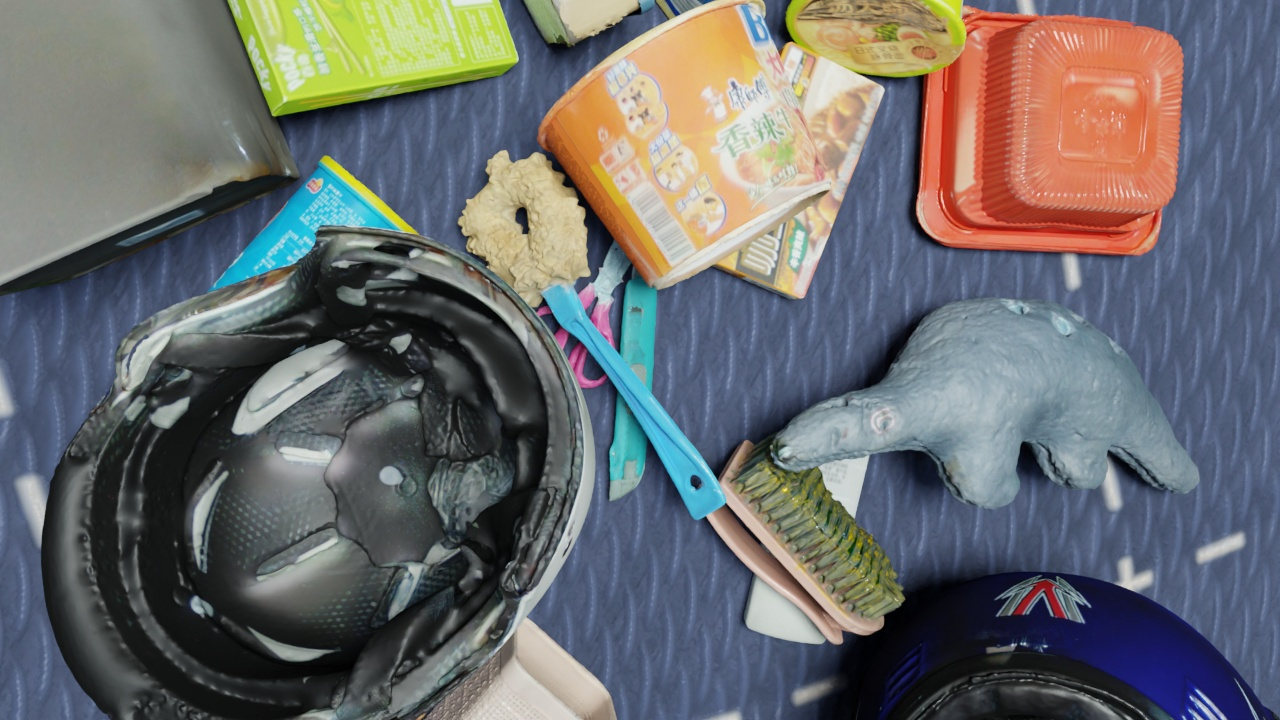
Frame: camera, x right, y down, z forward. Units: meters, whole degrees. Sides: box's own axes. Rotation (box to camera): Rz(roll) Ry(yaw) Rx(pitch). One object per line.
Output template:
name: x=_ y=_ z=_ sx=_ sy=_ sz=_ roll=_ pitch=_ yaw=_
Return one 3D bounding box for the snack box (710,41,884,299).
snack box: x=0.100 y=-0.125 z=0.613 sx=0.075 sy=0.026 sz=0.153 roll=21 pitch=90 yaw=-10

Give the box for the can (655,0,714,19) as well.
can: x=0.062 y=-0.258 z=0.568 sx=0.102 sy=0.083 sz=0.057 roll=-39 pitch=99 yaw=-6

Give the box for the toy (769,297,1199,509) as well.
toy: x=0.244 y=0.026 z=0.608 sx=0.355 sy=0.091 sz=0.138 roll=3 pitch=87 yaw=-23

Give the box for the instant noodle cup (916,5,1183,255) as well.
instant noodle cup: x=0.285 y=-0.157 z=0.618 sx=0.188 sy=0.079 sz=0.164 roll=1 pitch=92 yaw=-8

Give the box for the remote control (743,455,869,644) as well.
remote control: x=0.114 y=0.118 z=0.632 sx=0.058 sy=0.021 sz=0.150 roll=13 pitch=91 yaw=-3

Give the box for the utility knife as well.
utility knife: x=-0.004 y=0.004 z=0.603 sx=0.029 sy=0.013 sz=0.182 roll=0 pitch=98 yaw=-33

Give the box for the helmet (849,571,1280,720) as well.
helmet: x=0.252 y=0.287 z=0.556 sx=0.248 sy=0.240 sz=0.315 roll=-2 pitch=86 yaw=28

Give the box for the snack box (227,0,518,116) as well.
snack box: x=-0.150 y=-0.198 z=0.527 sx=0.156 sy=0.026 sz=0.086 roll=-26 pitch=100 yaw=-38

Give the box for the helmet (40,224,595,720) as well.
helmet: x=-0.143 y=0.065 z=0.476 sx=0.274 sy=0.156 sz=0.230 roll=-37 pitch=80 yaw=10

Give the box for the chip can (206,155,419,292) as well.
chip can: x=-0.226 y=-0.019 z=0.539 sx=0.071 sy=0.071 sz=0.210 roll=41 pitch=87 yaw=-10

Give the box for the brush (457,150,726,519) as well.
brush: x=-0.026 y=-0.014 z=0.564 sx=0.083 sy=0.045 sz=0.254 roll=-34 pitch=90 yaw=23

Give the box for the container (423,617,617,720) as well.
container: x=-0.084 y=0.238 z=0.574 sx=0.090 sy=0.090 sz=0.111 roll=44 pitch=89 yaw=-10

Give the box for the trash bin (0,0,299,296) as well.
trash bin: x=-0.301 y=-0.164 z=0.464 sx=0.199 sy=0.198 sz=0.220 roll=-26 pitch=105 yaw=-6

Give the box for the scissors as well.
scissors: x=-0.017 y=-0.043 z=0.604 sx=0.073 sy=0.017 sz=0.137 roll=39 pitch=82 yaw=-13

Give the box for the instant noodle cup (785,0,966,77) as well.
instant noodle cup: x=0.161 y=-0.262 z=0.580 sx=0.111 sy=0.112 sz=0.123 roll=17 pitch=83 yaw=-11

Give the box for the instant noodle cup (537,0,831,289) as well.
instant noodle cup: x=0.031 y=-0.117 z=0.531 sx=0.151 sy=0.151 sz=0.111 roll=-29 pitch=89 yaw=-7

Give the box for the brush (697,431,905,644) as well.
brush: x=0.105 y=0.120 z=0.594 sx=0.073 sy=0.063 sz=0.145 roll=-40 pitch=93 yaw=29

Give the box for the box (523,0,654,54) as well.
box: x=-0.057 y=-0.264 z=0.529 sx=0.061 sy=0.090 sz=0.184 roll=-32 pitch=117 yaw=-5
